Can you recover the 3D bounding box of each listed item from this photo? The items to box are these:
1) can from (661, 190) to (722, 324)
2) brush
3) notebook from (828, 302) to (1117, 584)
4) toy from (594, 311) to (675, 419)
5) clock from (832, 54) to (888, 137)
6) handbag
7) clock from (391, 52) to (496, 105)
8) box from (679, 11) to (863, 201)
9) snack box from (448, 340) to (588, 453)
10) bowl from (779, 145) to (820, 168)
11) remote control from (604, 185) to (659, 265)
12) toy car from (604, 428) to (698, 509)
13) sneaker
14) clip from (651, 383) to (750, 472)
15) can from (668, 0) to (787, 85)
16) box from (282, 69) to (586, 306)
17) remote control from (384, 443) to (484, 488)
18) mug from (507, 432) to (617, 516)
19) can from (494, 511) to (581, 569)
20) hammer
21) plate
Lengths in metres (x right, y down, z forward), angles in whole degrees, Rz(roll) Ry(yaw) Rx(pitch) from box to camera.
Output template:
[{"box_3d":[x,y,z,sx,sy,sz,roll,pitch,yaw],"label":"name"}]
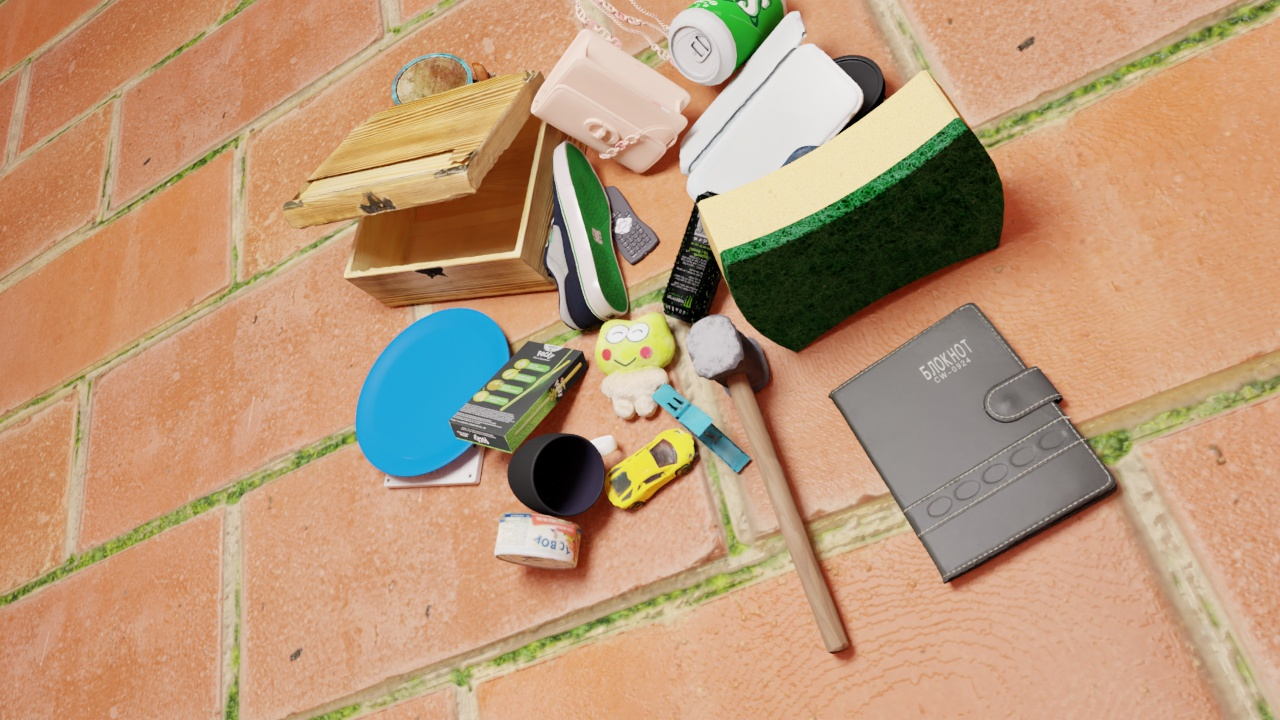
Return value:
[{"box_3d":[0.065,-0.109,0.975,0.054,0.053,0.138,24,99,34],"label":"can"},{"box_3d":[0.195,-0.123,0.841,0.250,0.195,0.075,-29,57,15],"label":"brush"},{"box_3d":[0.286,0.066,0.811,0.170,0.029,0.209,-34,58,12],"label":"notebook"},{"box_3d":[-0.006,0.006,0.988,0.092,0.046,0.115,-7,73,20],"label":"toy"},{"box_3d":[0.211,-0.274,0.994,0.121,0.042,0.091,-29,57,15],"label":"clock"},{"box_3d":[-0.019,-0.329,1.089,0.117,0.198,0.186,-37,36,46],"label":"handbag"},{"box_3d":[-0.262,-0.361,1.278,0.158,0.073,0.121,1,64,8],"label":"clock"},{"box_3d":[0.125,-0.260,0.991,0.211,0.084,0.185,-44,57,30],"label":"box"},{"box_3d":[-0.132,0.037,1.011,0.080,0.025,0.147,11,43,32],"label":"snack box"},{"box_3d":[0.176,-0.160,0.925,0.110,0.055,0.110,6,108,19],"label":"bowl"},{"box_3d":[-0.023,-0.165,1.095,0.046,0.009,0.124,-40,55,7],"label":"remote control"},{"box_3d":[0.010,0.110,0.941,0.107,0.030,0.049,-38,54,7],"label":"toy car"},{"box_3d":[-0.081,-0.146,1.070,0.079,0.084,0.235,-23,67,27],"label":"sneaker"},{"box_3d":[0.065,0.070,0.910,0.033,0.119,0.121,-51,10,-2],"label":"clip"},{"box_3d":[0.101,-0.382,1.051,0.088,0.088,0.139,20,51,34],"label":"can"},{"box_3d":[-0.242,-0.233,1.126,0.280,0.220,0.258,-4,64,29],"label":"box"},{"box_3d":[-0.244,0.124,1.086,0.136,0.011,0.050,-6,65,26],"label":"remote control"},{"box_3d":[-0.083,0.111,0.963,0.118,0.085,0.100,-28,9,-29],"label":"mug"},{"box_3d":[-0.105,0.185,0.935,0.086,0.086,0.043,-4,66,27],"label":"can"},{"box_3d":[0.123,0.107,0.853,0.052,0.098,0.328,-26,64,18],"label":"hammer"},{"box_3d":[-0.249,0.039,1.113,0.225,0.024,0.224,-14,57,22],"label":"plate"}]
